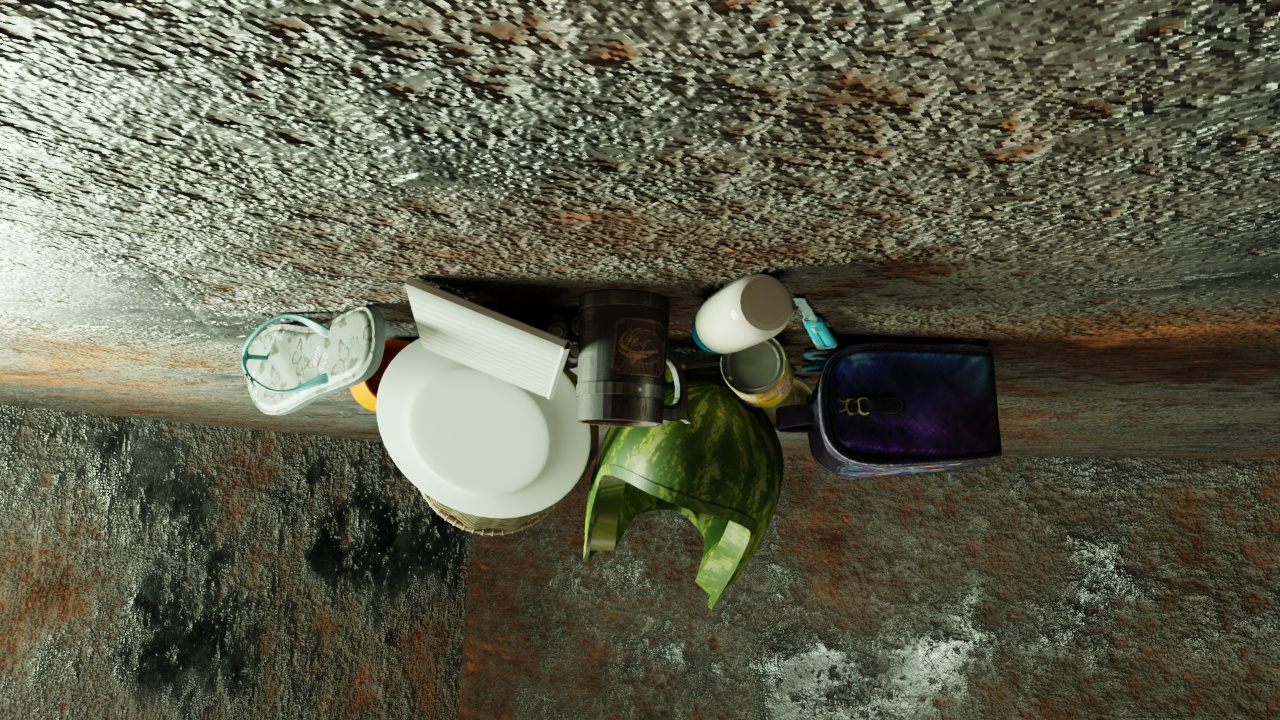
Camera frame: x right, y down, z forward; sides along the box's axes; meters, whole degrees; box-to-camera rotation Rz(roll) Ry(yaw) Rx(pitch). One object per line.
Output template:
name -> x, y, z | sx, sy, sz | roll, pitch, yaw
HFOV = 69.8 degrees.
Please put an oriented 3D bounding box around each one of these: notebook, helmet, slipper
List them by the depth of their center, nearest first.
notebook -> -0.139, -0.014, 0.845 | 0.142, 0.009, 0.210 | 22, 164, -3
slipper -> -0.349, 0.002, 0.924 | 0.269, 0.098, 0.054 | -7, 169, 42
helmet -> 0.055, 0.132, 1.061 | 0.213, 0.248, 0.242 | 21, -144, 9

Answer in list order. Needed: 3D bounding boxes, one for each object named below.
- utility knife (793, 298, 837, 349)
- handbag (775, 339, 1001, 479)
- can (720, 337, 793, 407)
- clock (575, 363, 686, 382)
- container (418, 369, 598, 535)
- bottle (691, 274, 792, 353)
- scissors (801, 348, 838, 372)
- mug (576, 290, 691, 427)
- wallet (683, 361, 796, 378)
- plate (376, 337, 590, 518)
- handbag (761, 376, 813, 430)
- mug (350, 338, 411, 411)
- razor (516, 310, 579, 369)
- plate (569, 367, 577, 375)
utility knife -> 0.155, -0.035, 0.835 | 0.022, 0.015, 0.181 | -4, 167, 20
handbag -> 0.259, 0.060, 0.993 | 0.222, 0.125, 0.205 | -2, 169, 7
can -> 0.123, 0.010, 0.954 | 0.068, 0.067, 0.105 | 0, 171, 13
clock -> -0.006, 0.006, 0.999 | 0.119, 0.057, 0.083 | 0, 173, -30
container -> -0.169, 0.104, 1.179 | 0.226, 0.226, 0.197 | 5, 164, -19
bottle -> 0.073, -0.032, 0.739 | 0.051, 0.051, 0.146 | 5, 171, -15
scissors -> 0.233, 0.002, 1.053 | 0.134, 0.011, 0.138 | 3, 168, -21
mug -> -0.001, 0.003, 0.801 | 0.115, 0.107, 0.080 | 8, 170, -34
wallet -> 0.118, 0.016, 1.128 | 0.120, 0.031, 0.099 | -12, 164, 37
plate -> -0.175, 0.077, 1.005 | 0.243, 0.243, 0.016 | 1, -153, 9
handbag -> 0.158, 0.058, 1.241 | 0.111, 0.081, 0.119 | 0, 173, -37
mug -> -0.283, 0.012, 1.090 | 0.112, 0.077, 0.096 | -28, -174, -26
razor -> -0.110, -0.024, 0.876 | 0.152, 0.054, 0.067 | 5, 164, 31
plate -> -0.018, -0.002, 0.896 | 0.104, 0.026, 0.104 | -20, -172, 3
